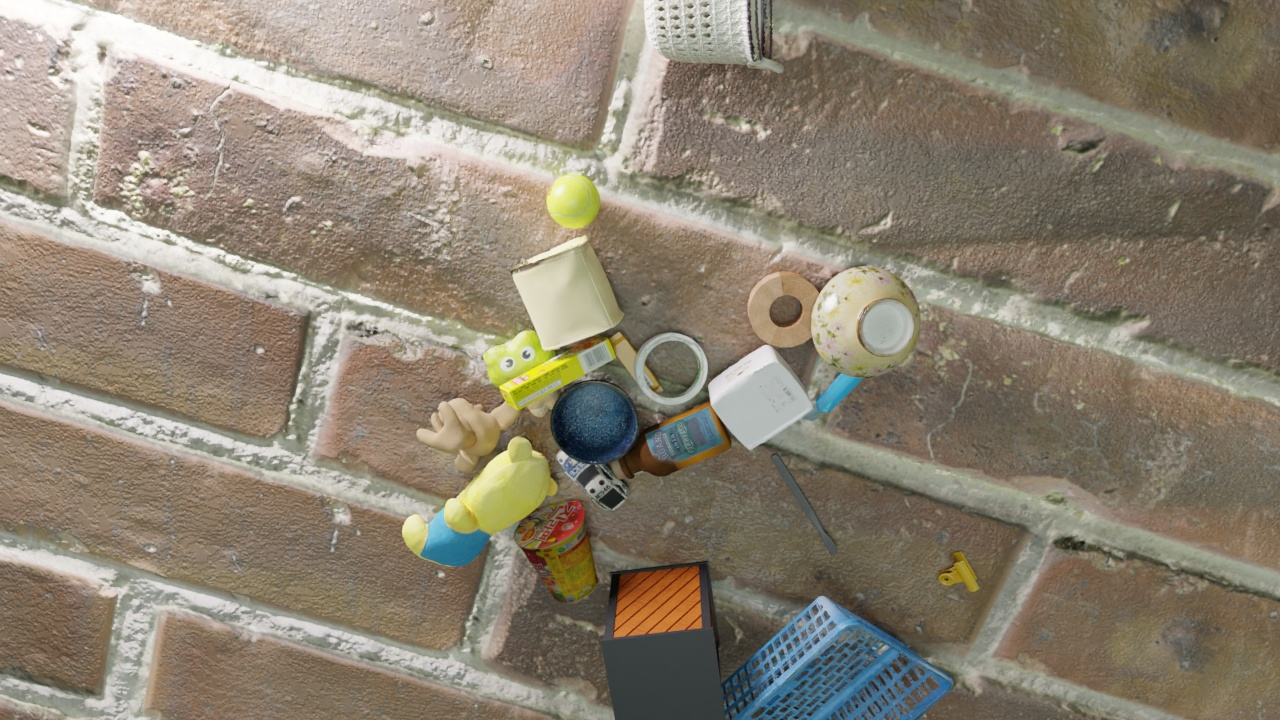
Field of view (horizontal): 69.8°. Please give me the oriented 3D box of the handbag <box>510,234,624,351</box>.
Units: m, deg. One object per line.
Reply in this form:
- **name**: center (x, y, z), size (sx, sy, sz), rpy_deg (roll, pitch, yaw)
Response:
- **handbag**: center (-0.094, -0.086, 1.148), size (0.111, 0.081, 0.119), rpy_deg (-20, 106, 15)

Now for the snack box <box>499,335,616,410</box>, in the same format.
- **snack box**: center (-0.104, 0.014, 1.163), size (0.147, 0.040, 0.029), rpy_deg (-29, 109, -18)

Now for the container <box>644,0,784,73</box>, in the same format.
- **container**: center (0.081, -0.437, 0.988), size (0.143, 0.184, 0.252), rpy_deg (1, 105, 14)

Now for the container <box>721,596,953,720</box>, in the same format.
- **container**: center (0.215, 0.484, 1.262), size (0.257, 0.089, 0.363), rpy_deg (35, 106, -32)

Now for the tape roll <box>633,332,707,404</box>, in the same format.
- **tape roll**: center (0.039, 0.011, 1.186), size (0.093, 0.018, 0.094), rpy_deg (-1, 98, -11)

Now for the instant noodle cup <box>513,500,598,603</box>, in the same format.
- **instant noodle cup**: center (-0.107, 0.267, 1.246), size (0.100, 0.100, 0.112), rpy_deg (-14, 113, 6)

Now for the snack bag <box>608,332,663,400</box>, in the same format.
- **snack bag**: center (-0.007, 0.007, 1.199), size (0.026, 0.020, 0.099), rpy_deg (-36, 102, 6)

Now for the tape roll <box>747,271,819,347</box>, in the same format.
- **tape roll**: center (0.184, -0.065, 1.166), size (0.094, 0.027, 0.094), rpy_deg (1, 106, 2)

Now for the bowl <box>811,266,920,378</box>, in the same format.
- **bowl**: center (0.290, -0.044, 1.131), size (0.145, 0.063, 0.145), rpy_deg (-2, 98, -12)

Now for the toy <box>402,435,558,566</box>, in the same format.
- **toy**: center (-0.201, 0.194, 1.204), size (0.214, 0.149, 0.084), rpy_deg (-36, 72, 4)

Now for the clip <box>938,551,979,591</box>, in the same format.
- **clip**: center (0.438, 0.294, 1.266), size (0.047, 0.047, 0.054), rpy_deg (-40, 104, -23)

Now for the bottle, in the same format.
- **bottle**: center (0.036, 0.114, 1.204), size (0.157, 0.067, 0.068), rpy_deg (-24, 104, 9)

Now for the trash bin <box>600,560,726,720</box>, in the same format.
- **trash bin**: center (0.033, 0.380, 1.228), size (0.140, 0.171, 0.140), rpy_deg (-7, 106, 4)

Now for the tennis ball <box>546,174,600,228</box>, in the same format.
- **tennis ball**: center (-0.081, -0.194, 1.119), size (0.065, 0.065, 0.065), rpy_deg (1, 106, 2)

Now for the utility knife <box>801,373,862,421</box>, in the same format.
- **utility knife**: center (0.274, 0.016, 1.190), size (0.031, 0.015, 0.175), rpy_deg (42, 98, -7)

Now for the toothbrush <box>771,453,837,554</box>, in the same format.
- **toothbrush**: center (0.224, 0.196, 1.250), size (0.013, 0.013, 0.167), rpy_deg (-31, 101, 10)

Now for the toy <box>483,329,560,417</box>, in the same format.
- **toy**: center (-0.146, 0.021, 1.196), size (0.092, 0.043, 0.118), rpy_deg (-28, 107, -1)

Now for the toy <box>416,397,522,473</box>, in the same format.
- **toy**: center (-0.230, 0.093, 1.194), size (0.106, 0.108, 0.134), rpy_deg (45, 104, 11)

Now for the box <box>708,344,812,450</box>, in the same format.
- **box**: center (0.154, 0.039, 1.195), size (0.107, 0.095, 0.102), rpy_deg (-35, 114, 16)

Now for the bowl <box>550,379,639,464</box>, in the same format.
- **bowl**: center (-0.059, 0.073, 1.200), size (0.114, 0.060, 0.114), rpy_deg (0, 106, 0)

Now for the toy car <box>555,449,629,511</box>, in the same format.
- **toy car**: center (-0.065, 0.157, 1.235), size (0.048, 0.040, 0.113), rpy_deg (-43, 100, 12)
